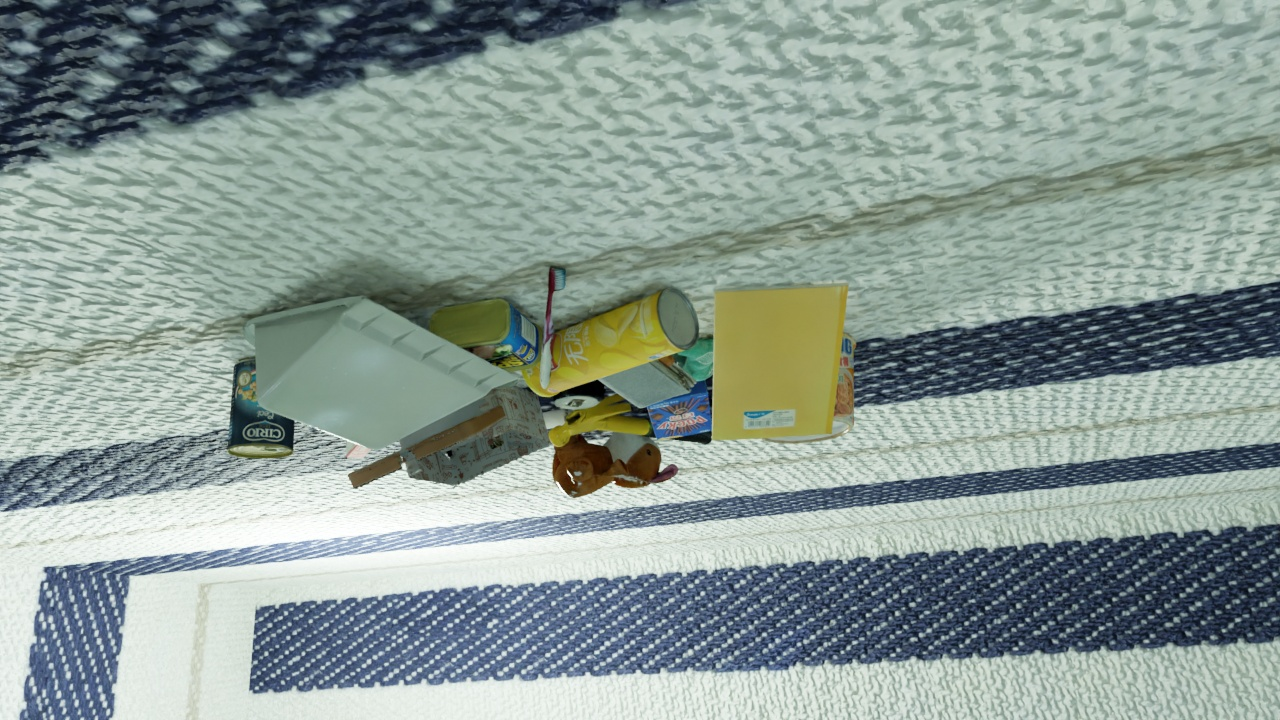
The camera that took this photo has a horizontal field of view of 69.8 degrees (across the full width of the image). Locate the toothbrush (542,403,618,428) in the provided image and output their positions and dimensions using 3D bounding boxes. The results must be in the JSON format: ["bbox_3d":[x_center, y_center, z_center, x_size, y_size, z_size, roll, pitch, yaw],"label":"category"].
[{"bbox_3d":[-0.138,0.090,1.381,0.221,0.026,0.026,-12,168,10],"label":"toothbrush"}]

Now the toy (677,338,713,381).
[{"bbox_3d":[0.080,0.000,1.143,0.096,0.030,0.092,-11,151,-19],"label":"toy"}]

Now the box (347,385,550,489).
[{"bbox_3d":[-0.247,0.102,1.207,0.179,0.102,0.260,-24,162,14],"label":"box"}]

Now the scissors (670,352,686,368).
[{"bbox_3d":[0.043,0.017,1.218,0.185,0.019,0.130,8,158,-26],"label":"scissors"}]

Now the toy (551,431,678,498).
[{"bbox_3d":[-0.045,0.156,1.491,0.199,0.140,0.131,6,118,-28],"label":"toy"}]

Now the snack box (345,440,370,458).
[{"bbox_3d":[-0.375,0.081,1.253,0.025,0.075,0.153,5,159,-27],"label":"snack box"}]

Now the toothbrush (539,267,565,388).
[{"bbox_3d":[-0.094,-0.031,0.975,0.017,0.016,0.188,-9,142,-17],"label":"toothbrush"}]

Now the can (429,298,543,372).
[{"bbox_3d":[-0.170,-0.025,1.008,0.102,0.057,0.083,-9,159,17],"label":"can"}]

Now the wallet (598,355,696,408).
[{"bbox_3d":[-0.007,0.007,1.126,0.107,0.036,0.129,-21,135,38],"label":"wallet"}]

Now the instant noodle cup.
[{"bbox_3d":[0.203,0.038,1.161,0.151,0.111,0.151,-3,161,-1],"label":"instant noodle cup"}]

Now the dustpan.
[{"bbox_3d":[-0.308,-0.010,1.010,0.258,0.142,0.222,-32,142,22],"label":"dustpan"}]

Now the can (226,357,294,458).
[{"bbox_3d":[-0.462,0.059,1.124,0.075,0.111,0.075,-3,163,-1],"label":"can"}]

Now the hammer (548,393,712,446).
[{"bbox_3d":[0.008,0.102,1.409,0.300,0.032,0.129,12,143,-46],"label":"hammer"}]

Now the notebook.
[{"bbox_3d":[0.153,0.006,1.034,0.146,0.010,0.207,-3,125,-1],"label":"notebook"}]

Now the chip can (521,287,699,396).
[{"bbox_3d":[-0.038,-0.018,1.027,0.214,0.072,0.072,-19,156,37],"label":"chip can"}]

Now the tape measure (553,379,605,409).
[{"bbox_3d":[-0.087,0.044,1.255,0.065,0.033,0.066,6,159,-21],"label":"tape measure"}]

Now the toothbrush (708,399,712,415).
[{"bbox_3d":[0.114,0.070,1.375,0.212,0.026,0.027,4,117,-23],"label":"toothbrush"}]

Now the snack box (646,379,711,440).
[{"bbox_3d":[0.055,0.071,1.293,0.084,0.026,0.157,-11,156,2],"label":"snack box"}]
